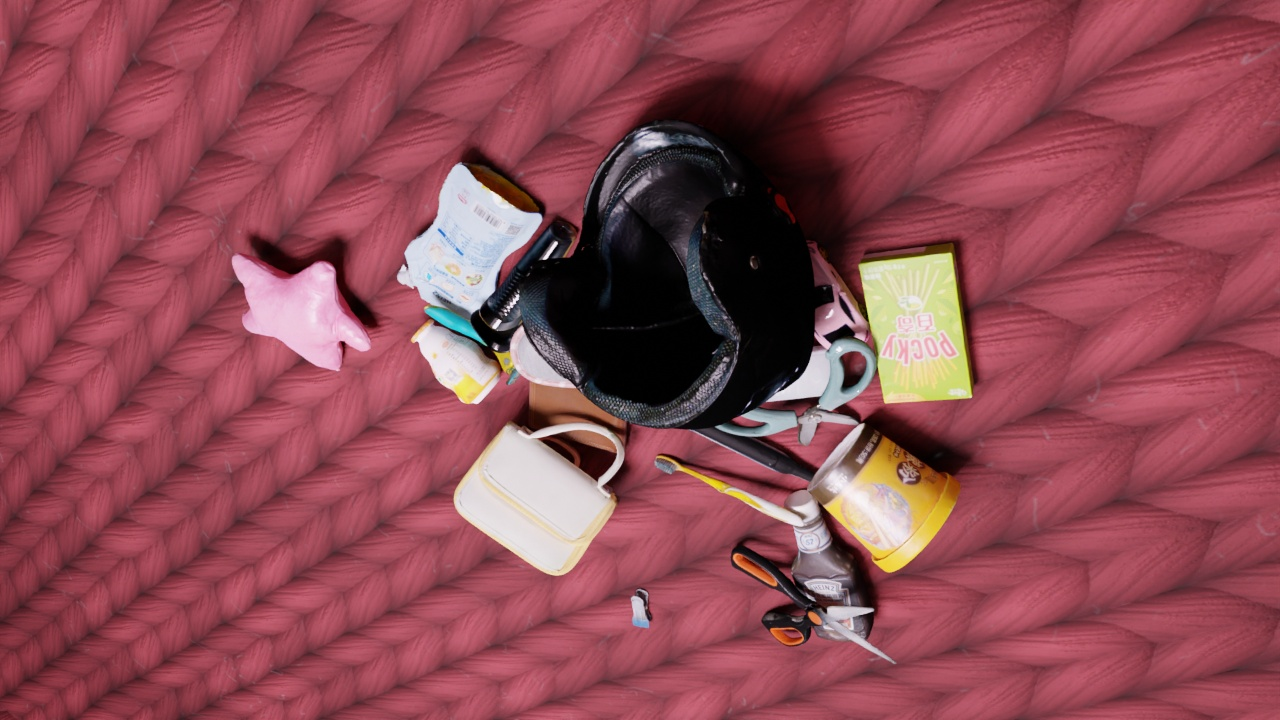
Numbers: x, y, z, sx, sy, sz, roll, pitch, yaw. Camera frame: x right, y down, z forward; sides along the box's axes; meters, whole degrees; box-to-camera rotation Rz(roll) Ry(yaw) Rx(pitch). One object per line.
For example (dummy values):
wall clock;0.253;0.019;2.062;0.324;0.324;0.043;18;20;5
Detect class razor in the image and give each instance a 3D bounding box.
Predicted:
razor;-0.189;-0.025;1.048;0.132;0.028;0.043;34;122;-6
razor;-0.123;-0.083;0.998;0.062;0.067;0.168;48;118;15

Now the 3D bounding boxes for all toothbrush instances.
toothbrush;0.097;0.149;1.042;0.191;0.018;0.016;22;132;25
toothbrush;0.150;0.110;1.016;0.213;0.027;0.026;26;95;6

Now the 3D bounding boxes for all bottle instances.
bottle;0.211;0.238;1.059;0.080;0.043;0.195;-7;115;34
bottle;-0.217;-0.001;1.077;0.108;0.063;0.063;43;126;-7

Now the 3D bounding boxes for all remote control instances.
remote control;0.135;0.016;0.944;0.136;0.020;0.056;-7;120;1

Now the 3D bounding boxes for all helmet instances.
helmet;0.042;-0.070;0.832;0.234;0.230;0.274;-13;71;39

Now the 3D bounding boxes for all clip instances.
clip;0.000;0.328;1.217;0.026;0.036;0.058;7;125;21

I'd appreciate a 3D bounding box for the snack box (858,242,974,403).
snack box;0.267;-0.032;0.882;0.086;0.026;0.156;-4;118;25

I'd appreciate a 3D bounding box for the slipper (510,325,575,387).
slipper;-0.006;0.006;0.975;0.274;0.054;0.114;8;121;4

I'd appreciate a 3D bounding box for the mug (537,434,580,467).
mug;-0.117;0.150;1.125;0.106;0.081;0.114;29;97;1

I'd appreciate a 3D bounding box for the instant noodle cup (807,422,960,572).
instant noodle cup;0.245;0.135;0.943;0.114;0.118;0.119;39;126;6

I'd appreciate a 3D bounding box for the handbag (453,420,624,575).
handbag;-0.105;0.138;1.052;0.163;0.063;0.179;36;97;-2

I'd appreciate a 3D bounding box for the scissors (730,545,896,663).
scissors;0.193;0.289;1.064;0.221;0.021;0.228;38;149;22

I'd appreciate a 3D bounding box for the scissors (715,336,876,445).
scissors;0.152;0.035;0.928;0.170;0.019;0.172;0;140;-8

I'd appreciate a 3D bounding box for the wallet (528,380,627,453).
wallet;-0.072;0.052;1.072;0.124;0.032;0.101;16;127;13

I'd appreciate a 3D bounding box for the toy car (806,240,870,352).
toy car;0.177;-0.059;0.897;0.056;0.037;0.122;-30;104;32

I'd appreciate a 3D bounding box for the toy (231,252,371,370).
toy;-0.418;-0.053;1.124;0.195;0.074;0.179;5;131;24

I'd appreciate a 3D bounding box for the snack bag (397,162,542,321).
snack bag;-0.192;-0.122;1.006;0.110;0.038;0.192;27;130;-17
